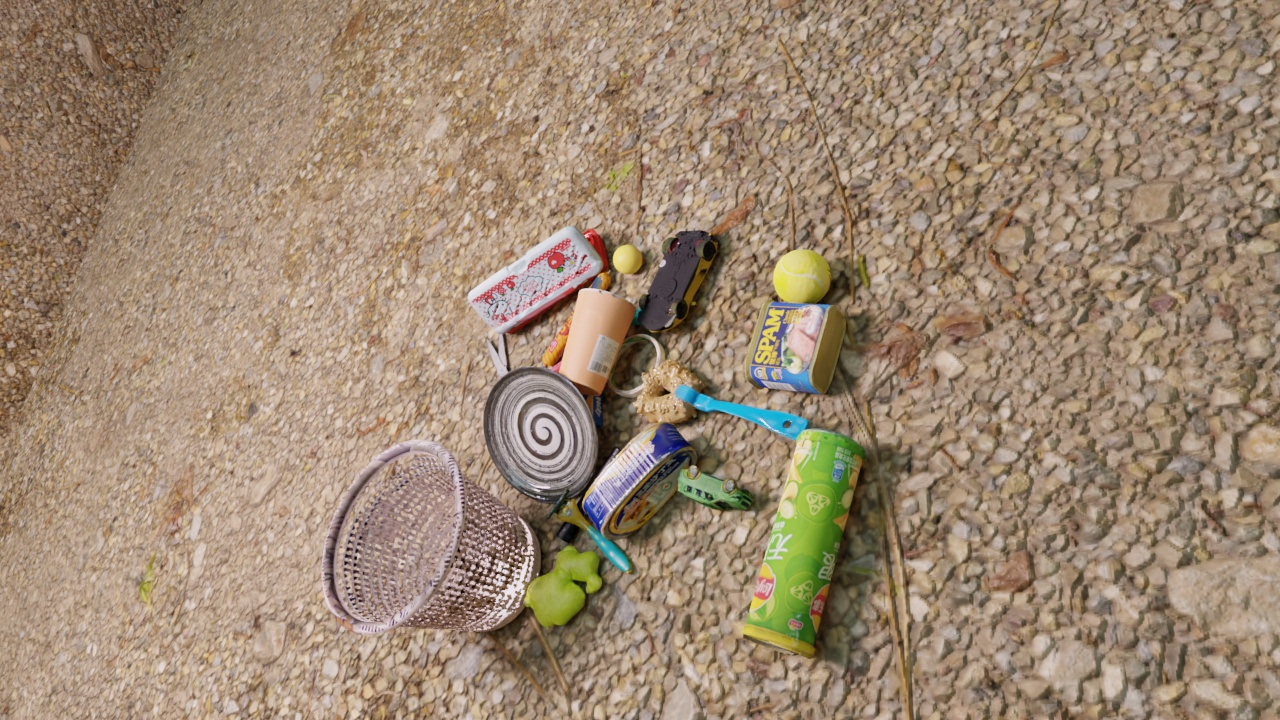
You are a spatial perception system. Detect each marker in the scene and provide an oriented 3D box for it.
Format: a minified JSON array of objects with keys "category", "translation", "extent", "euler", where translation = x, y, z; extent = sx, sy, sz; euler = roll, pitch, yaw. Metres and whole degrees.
[{"category":"marker","translation":[-0.061,0.165,1.131],"extent":[0.132,0.020,0.022],"euler":[-57,30,-4]}]

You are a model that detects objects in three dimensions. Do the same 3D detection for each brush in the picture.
[{"category":"brush","translation":[0.087,0.052,1.053],"extent":[0.255,0.046,0.083],"euler":[13,71,48]}]

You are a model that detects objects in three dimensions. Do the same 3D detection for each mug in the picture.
[{"category":"mug","translation":[-0.059,-0.021,1.169],"extent":[0.078,0.078,0.122],"euler":[4,70,40]}]

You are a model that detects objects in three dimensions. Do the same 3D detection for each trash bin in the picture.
[{"category":"trash bin","translation":[-0.234,0.233,1.105],"extent":[0.228,0.192,0.227],"euler":[-19,55,29]}]

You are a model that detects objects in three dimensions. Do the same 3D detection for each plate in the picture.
[{"category":"plate","translation":[-0.124,0.094,1.169],"extent":[0.180,0.024,0.179],"euler":[6,102,29]}]

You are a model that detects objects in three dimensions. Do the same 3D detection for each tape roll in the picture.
[{"category":"tape roll","translation":[-0.007,0.007,1.182],"extent":[0.086,0.014,0.085],"euler":[-19,56,29]}]

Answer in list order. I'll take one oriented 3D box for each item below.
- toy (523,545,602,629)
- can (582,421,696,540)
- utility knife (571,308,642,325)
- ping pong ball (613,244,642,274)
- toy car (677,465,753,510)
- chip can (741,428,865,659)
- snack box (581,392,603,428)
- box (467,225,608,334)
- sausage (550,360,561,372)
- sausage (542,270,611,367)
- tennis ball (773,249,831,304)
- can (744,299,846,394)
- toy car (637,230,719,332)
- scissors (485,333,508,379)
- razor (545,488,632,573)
[{"category":"toy","translation":[-0.091,0.269,1.085],"extent":[0.097,0.031,0.100],"euler":[7,72,31]},{"category":"can","translation":[-0.001,0.140,1.060],"extent":[0.148,0.074,0.049],"euler":[-47,50,7]},{"category":"utility knife","translation":[-0.021,-0.058,1.223],"extent":[0.165,0.013,0.029],"euler":[7,64,32]},{"category":"ping pong ball","translation":[-0.017,-0.138,1.253],"extent":[0.040,0.040,0.040],"euler":[-19,55,29]},{"category":"toy car","translation":[0.081,0.144,1.014],"extent":[0.091,0.043,0.036],"euler":[10,69,43]},{"category":"chip can","translation":[0.164,0.177,0.910],"extent":[0.073,0.072,0.221],"euler":[5,69,40]},{"category":"snack box","translation":[-0.123,0.065,1.222],"extent":[0.157,0.026,0.084],"euler":[-17,57,24]},{"category":"box","translation":[-0.150,-0.121,1.310],"extent":[0.202,0.098,0.095],"euler":[-31,51,20]},{"category":"sausage","translation":[-0.088,-0.002,1.248],"extent":[0.156,0.020,0.020],"euler":[-36,48,17]},{"category":"sausage","translation":[-0.088,-0.057,1.277],"extent":[0.021,0.021,0.165],"euler":[32,87,44]},{"category":"tennis ball","translation":[0.185,-0.095,1.051],"extent":[0.066,0.065,0.065],"euler":[-19,55,29]},{"category":"can","translation":[0.173,-0.015,1.023],"extent":[0.083,0.057,0.102],"euler":[6,70,38]},{"category":"toy car","translation":[0.047,-0.102,1.181],"extent":[0.071,0.041,0.155],"euler":[12,71,42]},{"category":"scissors","translation":[-0.204,0.029,1.324],"extent":[0.171,0.012,0.141],"euler":[28,82,43]},{"category":"razor","translation":[-0.055,0.208,1.088],"extent":[0.132,0.028,0.043],"euler":[37,88,28]}]
